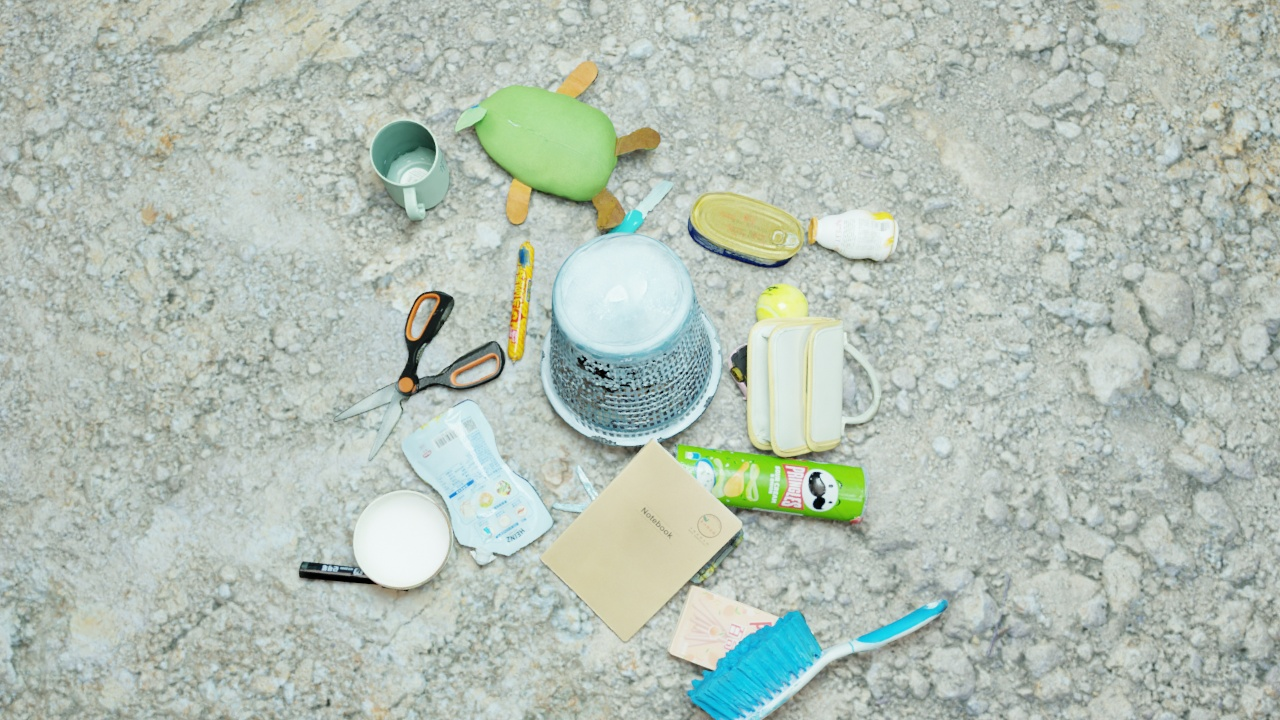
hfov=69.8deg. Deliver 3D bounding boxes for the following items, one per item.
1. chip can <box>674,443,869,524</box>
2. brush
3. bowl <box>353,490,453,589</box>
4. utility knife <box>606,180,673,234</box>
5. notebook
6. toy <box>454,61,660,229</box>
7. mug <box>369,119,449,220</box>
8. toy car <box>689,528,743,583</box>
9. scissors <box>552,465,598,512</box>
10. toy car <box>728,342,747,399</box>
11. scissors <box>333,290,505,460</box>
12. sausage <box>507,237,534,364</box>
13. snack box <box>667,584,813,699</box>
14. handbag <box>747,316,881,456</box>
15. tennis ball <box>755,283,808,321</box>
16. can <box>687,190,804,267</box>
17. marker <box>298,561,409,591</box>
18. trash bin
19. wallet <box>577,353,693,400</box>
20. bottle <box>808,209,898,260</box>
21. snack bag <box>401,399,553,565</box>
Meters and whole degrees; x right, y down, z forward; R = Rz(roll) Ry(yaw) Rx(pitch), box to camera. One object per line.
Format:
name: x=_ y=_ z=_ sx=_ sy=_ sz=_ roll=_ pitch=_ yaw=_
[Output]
chip can: x=0.152 y=0.149 z=1.111 sx=0.236 sy=0.072 sz=0.072 roll=7 pitch=80 yaw=-1
brush: x=0.208 y=0.333 z=1.065 sx=0.314 sy=0.060 sz=0.109 roll=-34 pitch=89 yaw=-9
bowl: x=-0.276 y=0.212 z=1.087 sx=0.113 sy=0.062 sz=0.113 roll=0 pitch=78 yaw=-2
utility knife: x=-0.030 y=-0.158 z=1.187 sx=0.029 sy=0.013 sz=0.209 roll=42 pitch=83 yaw=5
notebook: x=-0.002 y=0.214 z=1.088 sx=0.148 sy=0.008 sz=0.208 roll=44 pitch=102 yaw=4
toy: x=-0.106 y=-0.274 z=1.167 sx=0.247 sy=0.090 sz=0.227 roll=27 pitch=90 yaw=6
mug: x=-0.282 y=-0.226 z=1.141 sx=0.082 sy=0.106 sz=0.111 roll=-7 pitch=80 yaw=-5
toy car: x=0.084 y=0.227 z=1.112 sx=0.043 sy=0.036 sz=0.091 roll=44 pitch=82 yaw=7
scissors: x=-0.038 y=0.182 z=1.127 sx=0.128 sy=0.017 sz=0.133 roll=-30 pitch=79 yaw=-5
toy car: x=0.155 y=0.035 z=1.150 sx=0.056 sy=0.037 sz=0.122 roll=-33 pitch=95 yaw=-10
scissors: x=-0.277 y=0.012 z=1.146 sx=0.221 sy=0.022 sz=0.222 roll=-8 pitch=78 yaw=2
sausage: x=-0.151 y=-0.076 z=1.163 sx=0.021 sy=0.021 sz=0.165 roll=5 pitch=79 yaw=-2
snack box: x=0.120 y=0.336 z=1.099 sx=0.157 sy=0.026 sz=0.084 roll=20 pitch=80 yaw=2
handbag: x=0.222 y=0.029 z=1.117 sx=0.178 sy=0.063 sz=0.163 roll=-5 pitch=100 yaw=-21
tennis ball: x=0.178 y=-0.064 z=1.152 sx=0.065 sy=0.065 sz=0.065 roll=0 pitch=80 yaw=-2
can: x=0.133 y=-0.167 z=1.177 sx=0.148 sy=0.049 sz=0.074 roll=17 pitch=80 yaw=1
marker: x=-0.341 y=0.258 z=1.098 sx=0.132 sy=0.020 sz=0.022 roll=7 pitch=109 yaw=-2
trash bin: x=-0.015 y=-0.037 z=1.051 sx=0.226 sy=0.195 sz=0.226 roll=-1 pitch=67 yaw=2
wallet: x=-0.007 y=0.007 z=1.157 sx=0.096 sy=0.020 sz=0.122 roll=-43 pitch=83 yaw=-14
bottle: x=0.271 y=-0.162 z=1.175 sx=0.108 sy=0.063 sz=0.063 roll=5 pitch=80 yaw=-2
snack bag: x=-0.199 y=0.150 z=1.114 sx=0.110 sy=0.039 sz=0.191 roll=-33 pitch=85 yaw=-13
